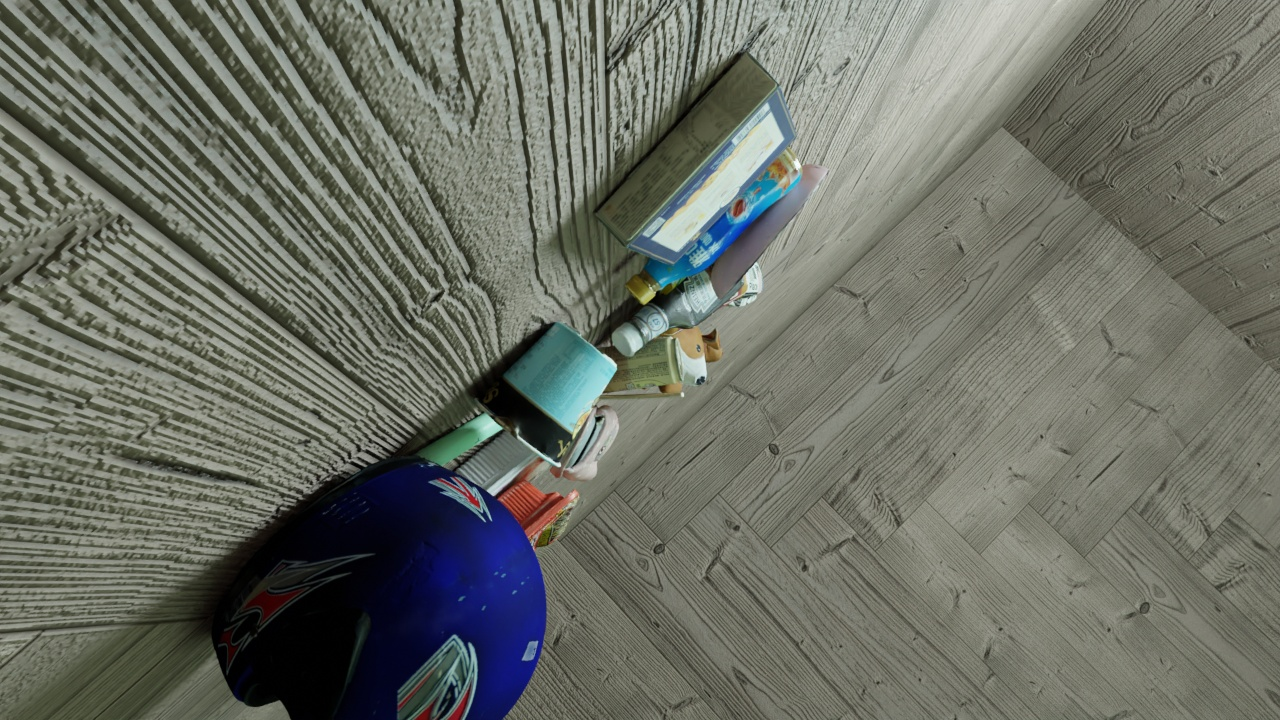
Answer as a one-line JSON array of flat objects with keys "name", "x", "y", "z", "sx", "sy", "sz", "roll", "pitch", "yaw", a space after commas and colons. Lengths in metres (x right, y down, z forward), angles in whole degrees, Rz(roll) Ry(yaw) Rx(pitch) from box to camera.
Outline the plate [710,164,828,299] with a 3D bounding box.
[{"name": "plate", "x": 0.140, "y": -0.156, "z": 1.060, "sx": 0.192, "sy": 0.039, "sz": 0.192, "roll": -50, "pitch": -179, "yaw": 1}]

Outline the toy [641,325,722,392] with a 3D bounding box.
[{"name": "toy", "x": 0.050, "y": -0.009, "z": 1.333, "sx": 0.140, "sy": 0.130, "sz": 0.199, "roll": -42, "pitch": 162, "yaw": -1}]

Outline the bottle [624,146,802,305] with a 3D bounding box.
[{"name": "bottle", "x": 0.072, "y": -0.143, "z": 0.961, "sx": 0.218, "sy": 0.065, "sz": 0.065, "roll": -43, "pitch": 171, "yaw": -1}]

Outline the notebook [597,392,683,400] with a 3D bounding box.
[{"name": "notebook", "x": -0.018, "y": 0.049, "z": 1.245, "sx": 0.148, "sy": 0.008, "sz": 0.207, "roll": -2, "pitch": 178, "yaw": 1}]

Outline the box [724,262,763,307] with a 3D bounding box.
[{"name": "box", "x": 0.155, "y": -0.128, "z": 1.452, "sx": 0.162, "sy": 0.076, "sz": 0.088, "roll": -13, "pitch": 124, "yaw": -67}]

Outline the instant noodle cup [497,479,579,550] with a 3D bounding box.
[{"name": "instant noodle cup", "x": -0.170, "y": 0.225, "z": 1.148, "sx": 0.188, "sy": 0.079, "sz": 0.165, "roll": -41, "pitch": 170, "yaw": -27}]

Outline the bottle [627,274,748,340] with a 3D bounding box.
[{"name": "bottle", "x": 0.061, "y": -0.076, "z": 1.202, "sx": 0.174, "sy": 0.057, "sz": 0.058, "roll": -30, "pitch": 165, "yaw": -28}]

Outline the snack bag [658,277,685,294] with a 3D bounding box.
[{"name": "snack bag", "x": 0.087, "y": -0.157, "z": 1.058, "sx": 0.191, "sy": 0.039, "sz": 0.110, "roll": -45, "pitch": 167, "yaw": -9}]

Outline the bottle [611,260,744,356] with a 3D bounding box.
[{"name": "bottle", "x": 0.045, "y": -0.072, "z": 1.129, "sx": 0.194, "sy": 0.080, "sz": 0.044, "roll": -38, "pitch": -153, "yaw": -27}]

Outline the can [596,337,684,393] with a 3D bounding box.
[{"name": "can", "x": -0.007, "y": 0.007, "z": 1.147, "sx": 0.116, "sy": 0.058, "sz": 0.058, "roll": -8, "pitch": 175, "yaw": 9}]

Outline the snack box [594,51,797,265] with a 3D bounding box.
[{"name": "snack box", "x": 0.058, "y": -0.171, "z": 0.829, "sx": 0.178, "sy": 0.046, "sz": 0.182, "roll": -46, "pitch": 171, "yaw": 11}]

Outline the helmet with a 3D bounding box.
[{"name": "helmet", "x": -0.228, "y": 0.256, "z": 0.841, "sx": 0.316, "sy": 0.240, "sz": 0.246, "roll": -45, "pitch": 161, "yaw": 19}]

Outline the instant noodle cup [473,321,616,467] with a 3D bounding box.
[{"name": "instant noodle cup", "x": -0.089, "y": 0.028, "z": 0.933, "sx": 0.120, "sy": 0.111, "sz": 0.111, "roll": -51, "pitch": 171, "yaw": -4}]

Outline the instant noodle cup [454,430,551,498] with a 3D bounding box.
[{"name": "instant noodle cup", "x": -0.182, "y": 0.144, "z": 1.169, "sx": 0.173, "sy": 0.060, "sz": 0.138, "roll": -38, "pitch": 169, "yaw": -27}]

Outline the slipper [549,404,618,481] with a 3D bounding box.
[{"name": "slipper", "x": -0.069, "y": 0.113, "z": 1.235, "sx": 0.114, "sy": 0.054, "sz": 0.274, "roll": -61, "pitch": 177, "yaw": -5}]

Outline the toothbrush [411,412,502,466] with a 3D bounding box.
[{"name": "toothbrush", "x": -0.168, "y": 0.070, "z": 1.000, "sx": 0.223, "sy": 0.026, "sz": 0.027, "roll": -33, "pitch": 141, "yaw": -51}]
